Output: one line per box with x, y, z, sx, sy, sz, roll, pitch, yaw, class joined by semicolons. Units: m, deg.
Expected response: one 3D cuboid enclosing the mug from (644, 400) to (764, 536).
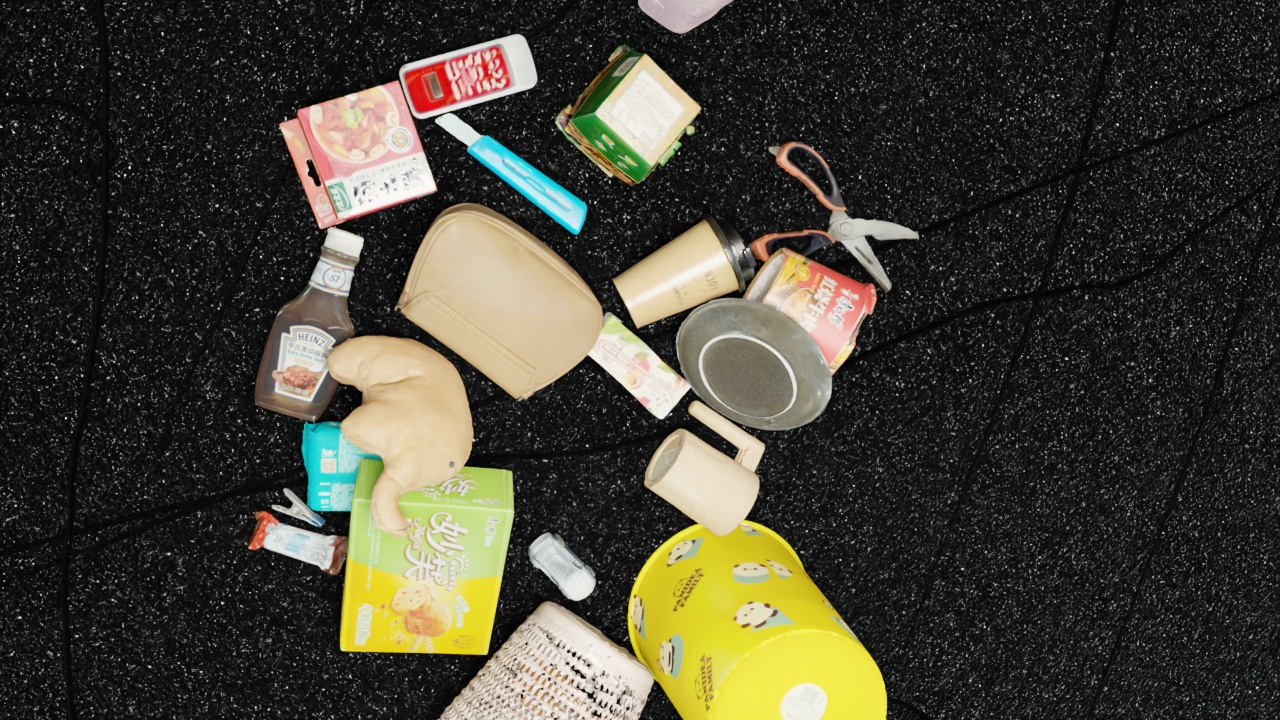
0.077;0.121;1.046;0.103;0.084;0.124;34;66;-14;mug

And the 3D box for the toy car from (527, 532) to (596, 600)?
-0.088;0.237;1.046;0.043;0.034;0.090;-43;107;-7;toy car

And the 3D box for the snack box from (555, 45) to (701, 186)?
-0.004;-0.255;0.944;0.117;0.105;0.118;40;88;-15;snack box

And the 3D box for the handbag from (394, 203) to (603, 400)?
-0.144;-0.063;0.953;0.204;0.099;0.148;39;97;-16;handbag

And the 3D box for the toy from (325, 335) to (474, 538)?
-0.227;0.066;0.901;0.143;0.225;0.083;2;137;-33;toy

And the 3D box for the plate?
0.118;0.013;0.993;0.179;0.180;0.024;50;45;-15;plate

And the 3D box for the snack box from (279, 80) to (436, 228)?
-0.283;-0.205;0.921;0.127;0.044;0.113;-20;103;-8;snack box

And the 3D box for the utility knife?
-0.134;-0.201;0.970;0.187;0.018;0.034;35;91;-14;utility knife

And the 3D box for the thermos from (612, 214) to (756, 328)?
0.046;-0.094;0.995;0.143;0.093;0.093;-27;104;0;thermos

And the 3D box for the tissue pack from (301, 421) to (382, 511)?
-0.289;0.112;0.970;0.133;0.050;0.093;2;101;-13;tissue pack

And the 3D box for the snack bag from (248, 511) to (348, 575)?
-0.365;0.195;0.980;0.105;0.026;0.045;23;85;-16;snack bag

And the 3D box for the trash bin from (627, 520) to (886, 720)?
0.123;0.321;0.992;0.229;0.255;0.230;-2;100;-12;trash bin

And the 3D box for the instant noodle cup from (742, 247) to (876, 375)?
0.173;-0.051;1.011;0.108;0.138;0.138;30;92;-6;instant noodle cup

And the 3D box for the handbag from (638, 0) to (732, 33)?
0.043;-0.402;0.884;0.098;0.197;0.145;-44;105;-5;handbag

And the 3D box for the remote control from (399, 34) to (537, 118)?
-0.176;-0.292;0.944;0.136;0.020;0.056;-18;102;-9;remote control

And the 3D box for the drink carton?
-0.006;0.006;1.019;0.122;0.045;0.053;42;89;-15;drink carton

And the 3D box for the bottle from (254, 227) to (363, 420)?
-0.331;-0.039;0.940;0.080;0.044;0.195;19;94;-16;bottle

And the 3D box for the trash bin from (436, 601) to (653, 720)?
-0.096;0.380;0.989;0.227;0.228;0.192;38;77;-16;trash bin

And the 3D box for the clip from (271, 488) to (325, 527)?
-0.362;0.161;0.977;0.056;0.024;0.026;36;87;-12;clip

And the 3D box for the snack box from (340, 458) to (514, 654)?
-0.224;0.209;0.957;0.157;0.070;0.210;6;119;-14;snack box

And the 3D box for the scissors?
0.218;-0.161;1.058;0.226;0.015;0.189;-11;101;-12;scissors
